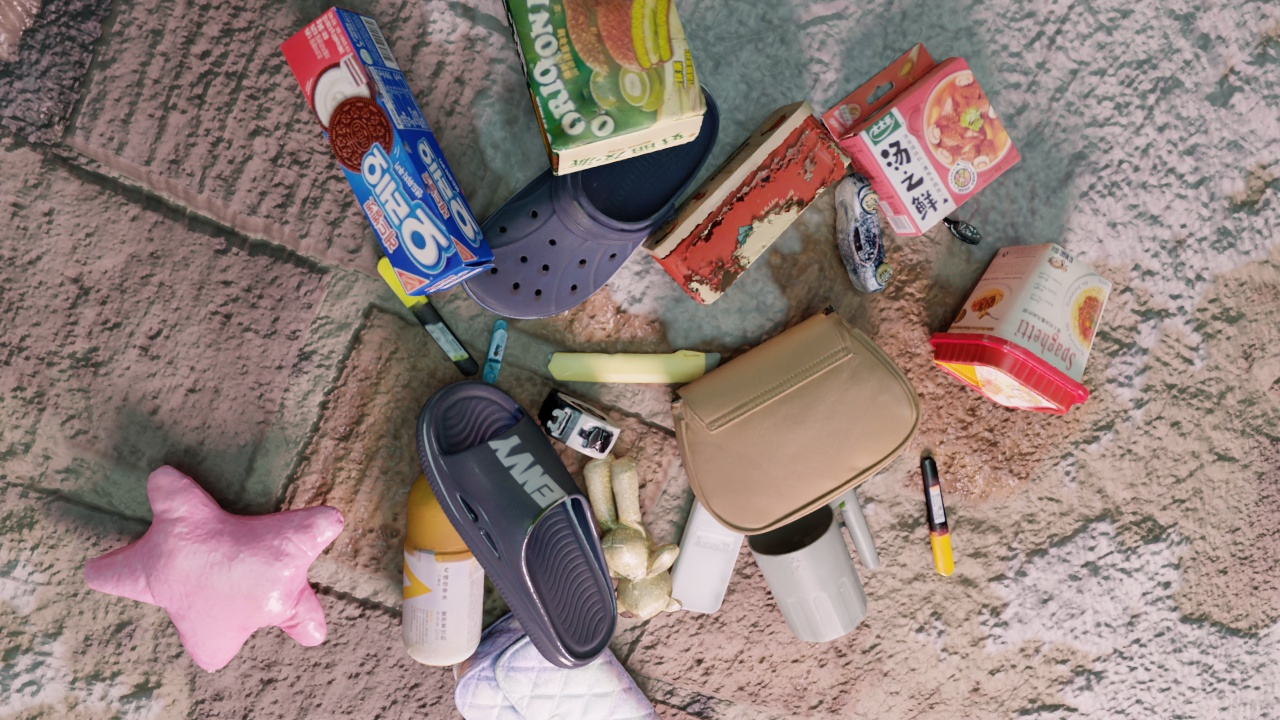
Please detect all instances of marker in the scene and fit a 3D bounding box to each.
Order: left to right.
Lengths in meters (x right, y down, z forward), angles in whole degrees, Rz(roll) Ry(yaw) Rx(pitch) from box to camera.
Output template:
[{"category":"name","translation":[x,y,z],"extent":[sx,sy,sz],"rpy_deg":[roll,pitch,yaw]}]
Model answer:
[{"category":"marker","translation":[-0.175,-0.035,0.760],"extent":[0.018,0.015,0.124],"rpy_deg":[-35,110,0]},{"category":"marker","translation":[0.288,0.152,0.895],"extent":[0.018,0.015,0.124],"rpy_deg":[-15,103,-9]}]

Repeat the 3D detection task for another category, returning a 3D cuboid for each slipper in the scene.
[{"category":"slipper","translation":[-0.078,0.130,0.747],"extent":[0.110,0.084,0.268],"rpy_deg":[-38,106,-44]},{"category":"slipper","translation":[-0.031,-0.123,0.725],"extent":[0.253,0.095,0.105],"rpy_deg":[-43,105,-1]}]

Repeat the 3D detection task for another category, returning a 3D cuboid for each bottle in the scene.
[{"category":"bottle","translation":[-0.166,0.161,0.780],"extent":[0.068,0.068,0.189],"rpy_deg":[2,100,-12]}]

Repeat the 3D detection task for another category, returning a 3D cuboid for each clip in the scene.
[{"category":"clip","translation":[-0.123,-0.006,0.773],"extent":[0.013,0.038,0.056],"rpy_deg":[13,110,-13]}]

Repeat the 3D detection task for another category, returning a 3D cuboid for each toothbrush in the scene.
[{"category":"toothbrush","translation":[0.231,-0.154,0.808],"extent":[0.189,0.017,0.014],"rpy_deg":[31,86,-15]}]

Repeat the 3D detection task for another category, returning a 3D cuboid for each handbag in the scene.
[{"category":"handbag","translation":[-0.071,0.316,0.833],"extent":[0.134,0.075,0.194],"rpy_deg":[-36,108,-3]},{"category":"handbag","translation":[0.129,0.054,0.797],"extent":[0.204,0.100,0.148],"rpy_deg":[-28,91,-3]}]

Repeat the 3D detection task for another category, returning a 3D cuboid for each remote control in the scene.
[{"category":"remote control","translation":[0.065,0.169,0.852],"extent":[0.056,0.020,0.136],"rpy_deg":[14,100,-14]}]

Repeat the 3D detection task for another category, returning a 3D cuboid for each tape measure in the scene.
[{"category":"tape measure","translation":[-0.051,0.055,0.778],"extent":[0.066,0.066,0.033],"rpy_deg":[28,94,-15]}]

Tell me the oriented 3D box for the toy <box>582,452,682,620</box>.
[{"category":"toy","translation":[-0.010,0.158,0.819],"extent":[0.105,0.066,0.157],"rpy_deg":[-9,103,25]}]

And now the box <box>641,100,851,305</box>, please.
[{"category":"box","translation":[0.090,-0.122,0.748],"extent":[0.168,0.091,0.079],"rpy_deg":[-45,104,2]}]

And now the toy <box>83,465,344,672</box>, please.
[{"category":"toy","translation":[-0.349,0.179,0.749],"extent":[0.194,0.074,0.179],"rpy_deg":[14,103,-10]}]

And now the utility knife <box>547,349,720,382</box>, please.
[{"category":"utility knife","translation":[-0.005,0.005,0.801],"extent":[0.151,0.018,0.031],"rpy_deg":[0,99,-13]}]

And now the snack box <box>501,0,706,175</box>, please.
[{"category":"snack box","translation":[-0.041,-0.264,0.662],"extent":[0.114,0.063,0.240],"rpy_deg":[-17,85,-6]}]

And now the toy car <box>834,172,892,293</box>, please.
[{"category":"toy car","translation":[0.189,-0.109,0.793],"extent":[0.031,0.049,0.105],"rpy_deg":[-16,105,-9]}]

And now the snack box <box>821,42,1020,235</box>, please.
[{"category":"snack box","translation":[0.238,-0.189,0.776],"extent":[0.113,0.044,0.127],"rpy_deg":[-38,102,-3]}]

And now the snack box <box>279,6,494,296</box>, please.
[{"category":"snack box","translation":[-0.183,-0.151,0.676],"extent":[0.058,0.057,0.207],"rpy_deg":[-25,94,19]}]

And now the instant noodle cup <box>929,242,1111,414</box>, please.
[{"category":"instant noodle cup","translation":[0.343,-0.030,0.816],"extent":[0.116,0.117,0.124],"rpy_deg":[30,84,-16]}]

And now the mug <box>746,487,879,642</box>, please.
[{"category":"mug","translation":[0.170,0.183,0.852],"extent":[0.123,0.084,0.103],"rpy_deg":[-34,110,-27]}]
